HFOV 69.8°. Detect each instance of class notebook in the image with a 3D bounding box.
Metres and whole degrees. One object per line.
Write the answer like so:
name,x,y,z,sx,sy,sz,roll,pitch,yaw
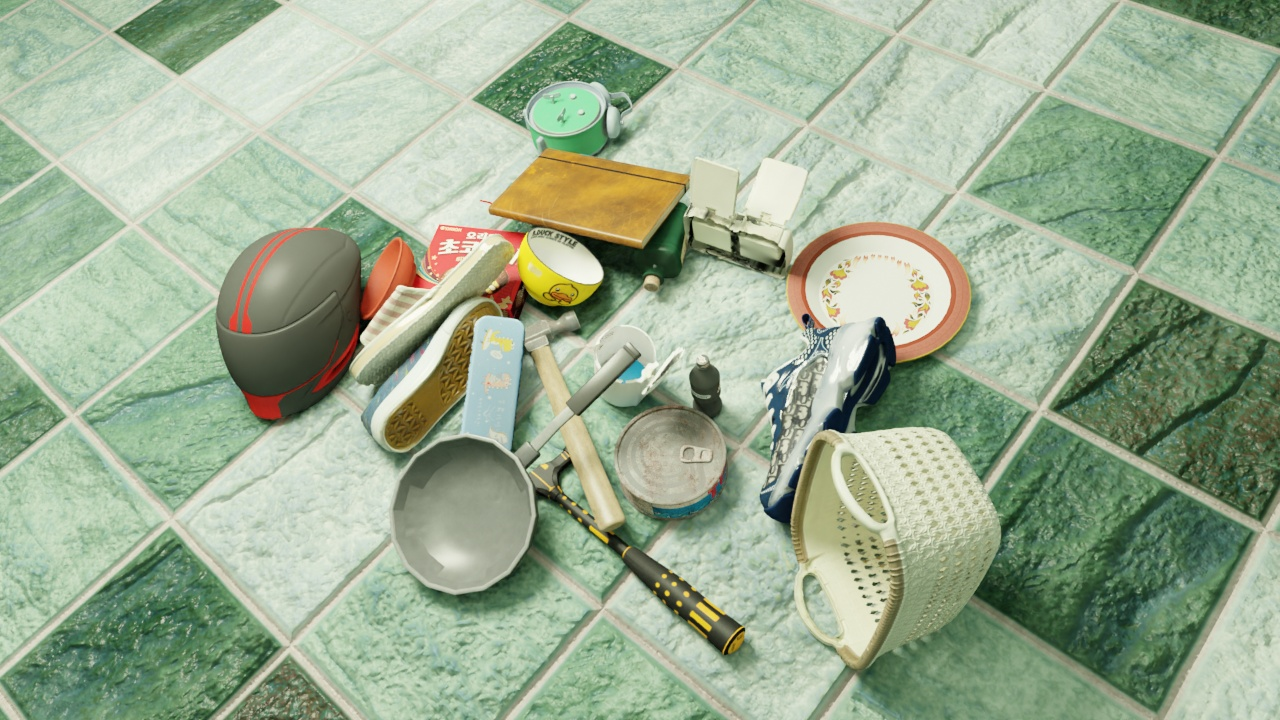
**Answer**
notebook,-0.071,-0.233,1.265,0.249,0.014,0.178,15,48,22

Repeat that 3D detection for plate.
plate,0.305,-0.087,1.183,0.230,0.021,0.229,-4,56,6

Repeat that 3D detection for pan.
pan,-0.132,0.112,1.038,0.357,0.041,0.178,-44,72,3

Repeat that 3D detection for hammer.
hammer,-0.016,0.217,1.022,0.321,0.036,0.123,35,68,29
hammer,-0.086,0.071,1.118,0.119,0.031,0.331,-23,52,-5

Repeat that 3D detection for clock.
clock,-0.092,-0.374,1.402,0.161,0.075,0.121,-20,56,-6

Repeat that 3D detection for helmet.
helmet,-0.459,-0.072,1.196,0.164,0.170,0.264,10,58,14

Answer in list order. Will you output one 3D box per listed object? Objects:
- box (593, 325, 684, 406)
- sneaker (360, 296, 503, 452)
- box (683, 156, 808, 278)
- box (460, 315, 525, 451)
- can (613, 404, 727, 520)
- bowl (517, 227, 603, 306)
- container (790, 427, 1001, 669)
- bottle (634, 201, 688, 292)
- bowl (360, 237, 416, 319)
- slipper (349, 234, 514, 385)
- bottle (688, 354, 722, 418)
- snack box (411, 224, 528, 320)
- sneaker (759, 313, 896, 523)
box,-0.004,0.006,1.088,0.112,0.163,0.084,41,75,15
sneaker,-0.266,0.014,1.177,0.079,0.087,0.235,15,61,43
box,0.137,-0.194,1.184,0.145,0.186,0.095,22,54,13
box,-0.182,0.045,1.119,0.066,0.049,0.209,2,74,10
can,0.036,0.118,1.071,0.130,0.044,0.129,-4,56,6
bowl,-0.115,-0.116,1.225,0.117,0.068,0.117,26,31,-17
container,0.237,0.176,0.893,0.142,0.247,0.184,-12,52,-11
bottle,0.027,-0.150,1.242,0.061,0.061,0.131,5,57,14
bowl,-0.340,-0.106,1.255,0.035,0.122,0.121,25,47,-29
slipper,-0.273,-0.072,1.176,0.263,0.115,0.052,-43,76,-1
bottle,0.077,0.029,1.085,0.036,0.110,0.036,-4,56,6
snack box,-0.228,-0.121,1.276,0.152,0.036,0.132,7,58,13
sneaker,0.188,0.059,1.071,0.132,0.103,0.269,13,66,40
